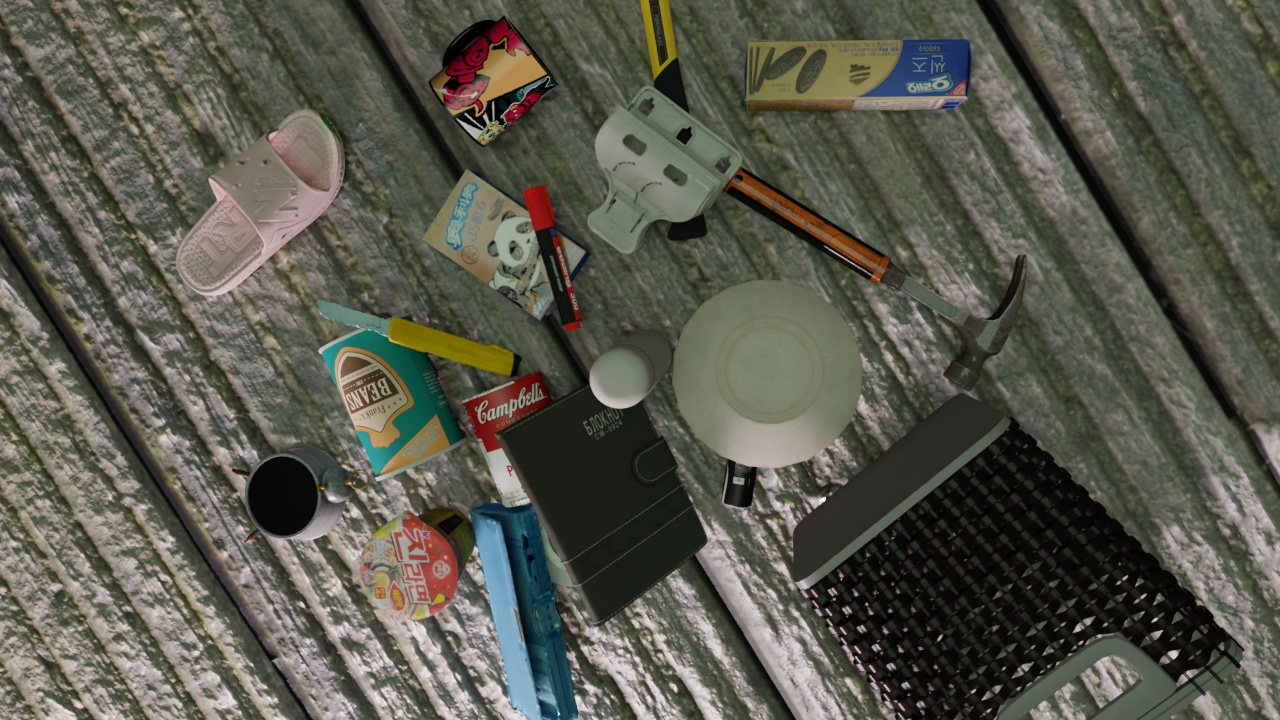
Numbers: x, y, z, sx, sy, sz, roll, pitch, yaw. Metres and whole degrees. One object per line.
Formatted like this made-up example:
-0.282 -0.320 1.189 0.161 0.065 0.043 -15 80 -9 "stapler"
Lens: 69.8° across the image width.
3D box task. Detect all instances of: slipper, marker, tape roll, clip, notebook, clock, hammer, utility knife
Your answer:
-0.405 -0.160 0.959 0.239 0.064 0.094 -43 89 11 "slipper"
-0.085 -0.100 0.910 0.023 0.021 0.145 -18 94 -23 "marker"
-0.057 0.173 0.944 0.094 0.018 0.094 1 96 8 "tape roll"
0.005 -0.173 0.876 0.126 0.099 0.152 39 96 7 "clip"
-0.030 0.128 0.911 0.169 0.030 0.209 -29 95 -35 "notebook"
-0.360 0.141 0.988 0.148 0.056 0.104 -13 85 13 "clock"
0.026 -0.282 0.910 0.127 0.029 0.323 -9 96 8 "hammer"
-0.214 -0.023 0.912 0.019 0.217 0.030 -26 53 45 "utility knife"
0.225 -0.111 0.898 0.314 0.035 0.138 32 99 3 "hammer"

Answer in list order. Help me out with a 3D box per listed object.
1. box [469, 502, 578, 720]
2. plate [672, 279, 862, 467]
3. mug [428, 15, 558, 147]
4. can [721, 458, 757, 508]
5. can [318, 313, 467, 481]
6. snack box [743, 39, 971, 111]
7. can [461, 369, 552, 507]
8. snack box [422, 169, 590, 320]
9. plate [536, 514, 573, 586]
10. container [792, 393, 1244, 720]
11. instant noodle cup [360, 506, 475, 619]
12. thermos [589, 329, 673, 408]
-0.130 0.265 0.953 0.093 0.053 0.231 -4 100 43 "box"
0.127 0.011 0.907 0.189 0.027 0.188 0 84 3 "plate"
-0.153 -0.287 0.912 0.098 0.082 0.118 -37 63 9 "mug"
0.103 0.108 0.937 0.031 0.031 0.080 8 97 6 "can"
-0.253 0.037 0.942 0.099 0.099 0.144 -23 93 9 "can"
0.203 -0.271 0.873 0.207 0.056 0.057 1 95 7 "snack box"
-0.120 0.079 0.936 0.087 0.086 0.116 -21 92 9 "can"
-0.137 -0.118 0.943 0.151 0.034 0.087 35 98 2 "snack box"
-0.072 0.185 0.971 0.104 0.026 0.104 1 96 8 "plate"
0.300 0.199 0.818 0.247 0.245 0.243 -42 86 9 "container"
-0.219 0.200 0.948 0.100 0.112 0.100 1 95 7 "instant noodle cup"
-0.005 0.005 0.843 0.052 0.224 0.052 1 96 7 "thermos"
